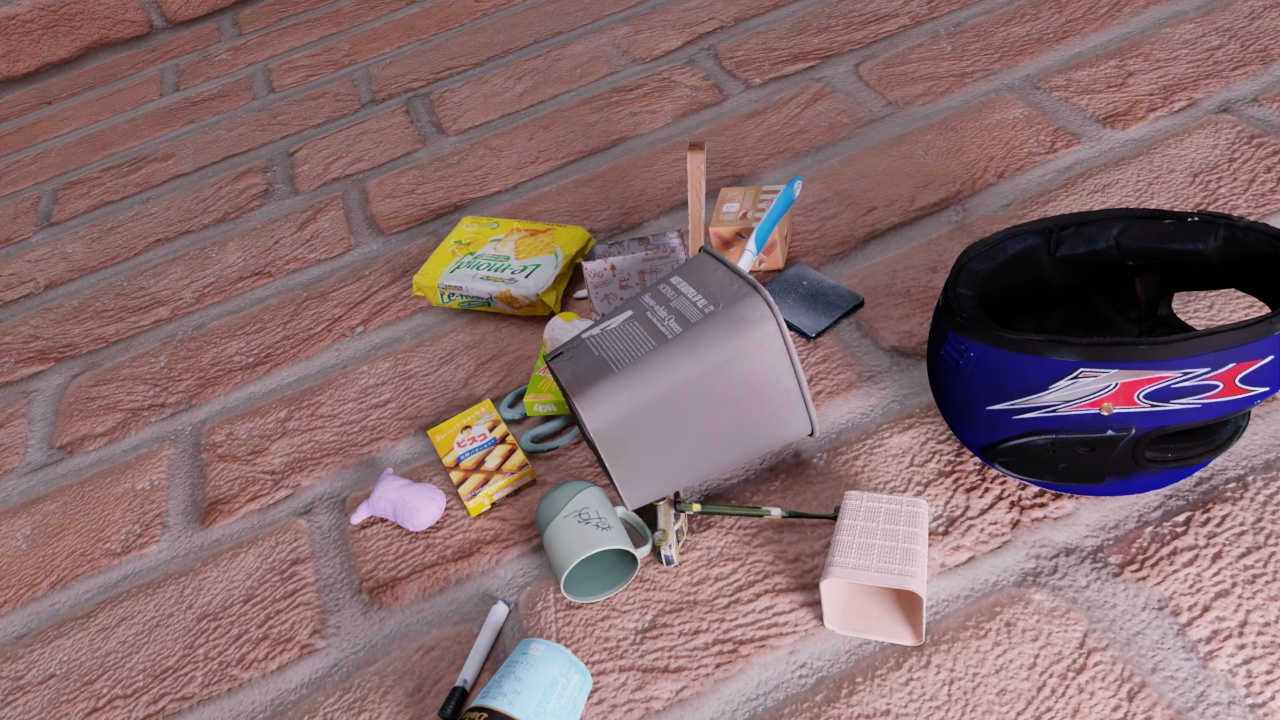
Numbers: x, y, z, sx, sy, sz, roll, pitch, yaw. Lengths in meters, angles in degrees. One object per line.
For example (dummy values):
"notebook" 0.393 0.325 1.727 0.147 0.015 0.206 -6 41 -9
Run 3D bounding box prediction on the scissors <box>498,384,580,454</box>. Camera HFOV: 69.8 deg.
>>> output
"scissors" -0.084 0.061 1.125 0.179 0.019 0.161 -14 39 -3

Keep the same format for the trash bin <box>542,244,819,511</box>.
"trash bin" 0.036 0.023 0.969 0.219 0.199 0.199 -27 31 -7

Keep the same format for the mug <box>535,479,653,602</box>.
"mug" -0.046 0.181 0.952 0.111 0.082 0.106 -7 38 -22

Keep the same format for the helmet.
"helmet" 0.432 0.007 0.848 0.316 0.240 0.246 3 45 36

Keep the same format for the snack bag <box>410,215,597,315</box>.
"snack bag" -0.193 -0.133 1.323 0.247 0.068 0.157 8 48 25

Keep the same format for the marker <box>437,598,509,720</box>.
"marker" -0.165 0.296 0.912 0.023 0.018 0.130 -2 45 29

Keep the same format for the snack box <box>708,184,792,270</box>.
"snack box" 0.153 -0.181 1.255 0.094 0.077 0.092 1 46 20

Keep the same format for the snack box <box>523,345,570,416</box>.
"snack box" -0.088 0.012 1.151 0.086 0.026 0.156 -4 34 11

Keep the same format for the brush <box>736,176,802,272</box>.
"brush" 0.126 -0.099 1.139 0.314 0.060 0.109 -48 38 -1

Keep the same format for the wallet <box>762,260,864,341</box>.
"wallet" 0.211 -0.078 1.177 0.097 0.019 0.121 -35 48 -20

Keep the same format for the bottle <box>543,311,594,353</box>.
"bottle" -0.067 -0.017 1.104 0.108 0.063 0.063 25 57 41

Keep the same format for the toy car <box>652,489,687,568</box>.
"toy car" 0.031 0.173 0.958 0.035 0.042 0.090 -6 44 9

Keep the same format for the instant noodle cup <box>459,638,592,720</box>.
"instant noodle cup" -0.101 0.317 0.814 0.111 0.111 0.120 9 41 25

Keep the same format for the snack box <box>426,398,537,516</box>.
"snack box" -0.191 0.114 1.097 0.086 0.034 0.140 -28 42 -12

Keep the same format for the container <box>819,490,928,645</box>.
"container" 0.221 0.188 0.852 0.090 0.090 0.110 3 44 20

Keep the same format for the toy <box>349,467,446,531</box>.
"toy" -0.276 0.166 1.065 0.108 0.039 0.083 12 50 24

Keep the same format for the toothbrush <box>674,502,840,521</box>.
"toothbrush" 0.128 0.154 0.941 0.186 0.012 0.017 2 38 2

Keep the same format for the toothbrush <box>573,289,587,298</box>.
"toothbrush" -0.007 -0.112 1.280 0.180 0.016 0.016 -13 29 6

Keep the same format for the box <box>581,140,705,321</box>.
"box" 0.003 -0.164 1.166 0.158 0.218 0.180 1 17 4
